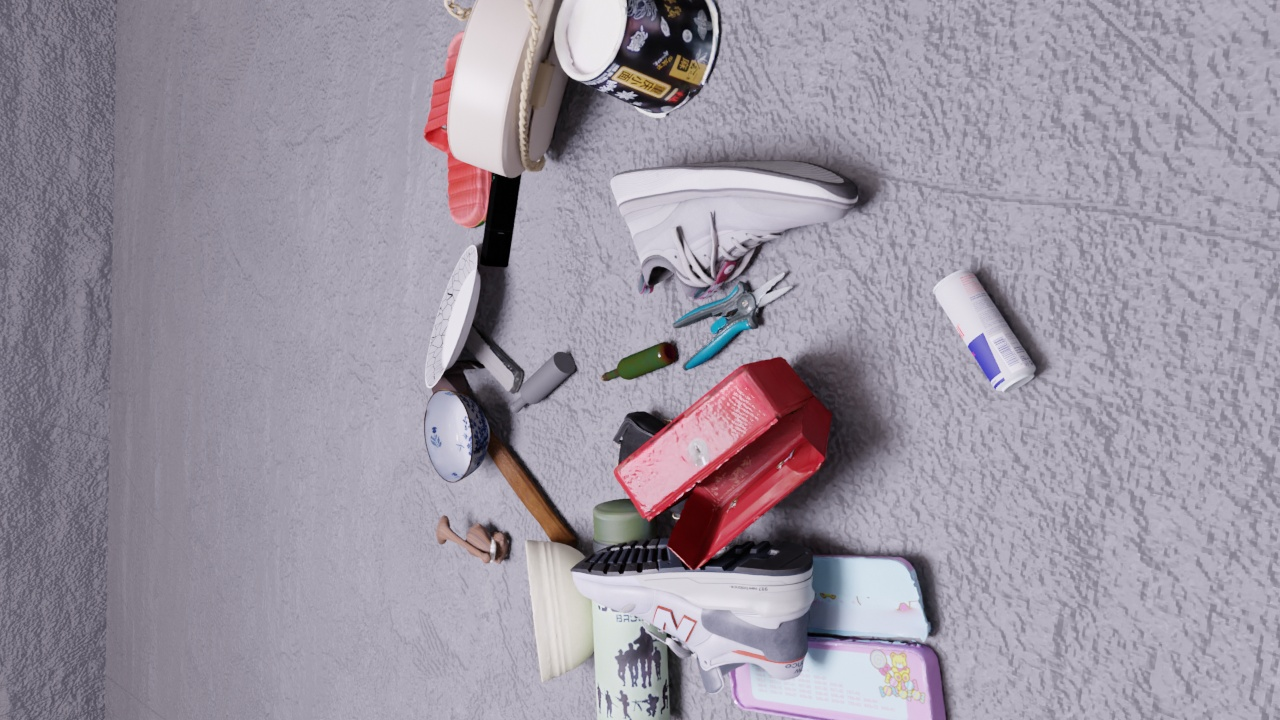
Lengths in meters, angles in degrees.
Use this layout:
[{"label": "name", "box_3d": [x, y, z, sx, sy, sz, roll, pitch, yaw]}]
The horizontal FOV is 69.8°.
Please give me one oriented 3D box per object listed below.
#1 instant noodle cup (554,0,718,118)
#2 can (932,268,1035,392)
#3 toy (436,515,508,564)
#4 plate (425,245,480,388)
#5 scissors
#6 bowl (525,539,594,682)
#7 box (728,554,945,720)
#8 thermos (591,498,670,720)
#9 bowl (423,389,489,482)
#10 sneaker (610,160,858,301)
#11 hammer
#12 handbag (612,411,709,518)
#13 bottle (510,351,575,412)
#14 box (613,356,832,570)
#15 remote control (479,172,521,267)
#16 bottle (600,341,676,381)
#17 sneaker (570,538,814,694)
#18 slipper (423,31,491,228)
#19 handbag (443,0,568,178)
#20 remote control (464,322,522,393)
[{"label": "instant noodle cup", "box_3d": [-0.011, -0.316, 0.899, 0.137, 0.112, 0.137, 2, 93, 47]}, {"label": "can", "box_3d": [0.257, -0.023, 0.686, 0.032, 0.032, 0.095, -44, 61, 38]}, {"label": "toy", "box_3d": [-0.208, 0.229, 1.161, 0.102, 0.054, 0.042, 20, 109, 41]}, {"label": "plate", "box_3d": [-0.234, -0.054, 1.168, 0.189, 0.016, 0.188, -48, 32, 45]}, {"label": "scissors", "box_3d": [0.082, -0.038, 0.877, 0.123, 0.019, 0.148, 38, 112, 43]}, {"label": "bowl", "box_3d": [-0.080, 0.266, 0.997, 0.151, 0.075, 0.150, 172, 91, -83]}, {"label": "box", "box_3d": [0.156, 0.241, 0.800, 0.215, 0.034, 0.151, -11, 89, 46]}, {"label": "thermos", "box_3d": [-0.009, 0.258, 0.939, 0.082, 0.082, 0.231, 0, 94, 46]}, {"label": "bowl", "box_3d": [-0.218, 0.090, 1.130, 0.114, 0.045, 0.114, 7, 100, 47]}, {"label": "sneaker", "box_3d": [0.078, -0.117, 0.837, 0.264, 0.096, 0.129, 6, 107, 45]}, {"label": "hammer", "box_3d": [-0.174, 0.117, 1.141, 0.323, 0.033, 0.115, 47, 124, 34]}, {"label": "handbag", "box_3d": [0.019, 0.105, 0.925, 0.128, 0.054, 0.079, 31, 117, 39]}, {"label": "bottle", "box_3d": [-0.120, 0.031, 1.082, 0.113, 0.030, 0.030, -40, 63, 39]}, {"label": "box", "box_3d": [0.073, 0.074, 0.781, 0.110, 0.133, 0.158, 47, 111, 3]}, {"label": "remote control", "box_3d": [-0.170, -0.189, 1.123, 0.013, 0.034, 0.150, 22, 107, 44]}, {"label": "bottle", "box_3d": [-0.006, 0.006, 0.966, 0.106, 0.025, 0.025, -22, 76, 44]}, {"label": "sneaker", "box_3d": [0.048, 0.231, 0.818, 0.240, 0.088, 0.124, -9, 97, 34]}, {"label": "slipper", "box_3d": [-0.236, -0.295, 1.173, 0.104, 0.059, 0.249, 4, 95, 46]}, {"label": "handbag", "box_3d": [-0.137, -0.307, 0.972, 0.103, 0.208, 0.211, 20, 110, 4]}, {"label": "remote control", "box_3d": [-0.191, -0.005, 1.167, 0.136, 0.013, 0.033, 41, 118, 39]}]
